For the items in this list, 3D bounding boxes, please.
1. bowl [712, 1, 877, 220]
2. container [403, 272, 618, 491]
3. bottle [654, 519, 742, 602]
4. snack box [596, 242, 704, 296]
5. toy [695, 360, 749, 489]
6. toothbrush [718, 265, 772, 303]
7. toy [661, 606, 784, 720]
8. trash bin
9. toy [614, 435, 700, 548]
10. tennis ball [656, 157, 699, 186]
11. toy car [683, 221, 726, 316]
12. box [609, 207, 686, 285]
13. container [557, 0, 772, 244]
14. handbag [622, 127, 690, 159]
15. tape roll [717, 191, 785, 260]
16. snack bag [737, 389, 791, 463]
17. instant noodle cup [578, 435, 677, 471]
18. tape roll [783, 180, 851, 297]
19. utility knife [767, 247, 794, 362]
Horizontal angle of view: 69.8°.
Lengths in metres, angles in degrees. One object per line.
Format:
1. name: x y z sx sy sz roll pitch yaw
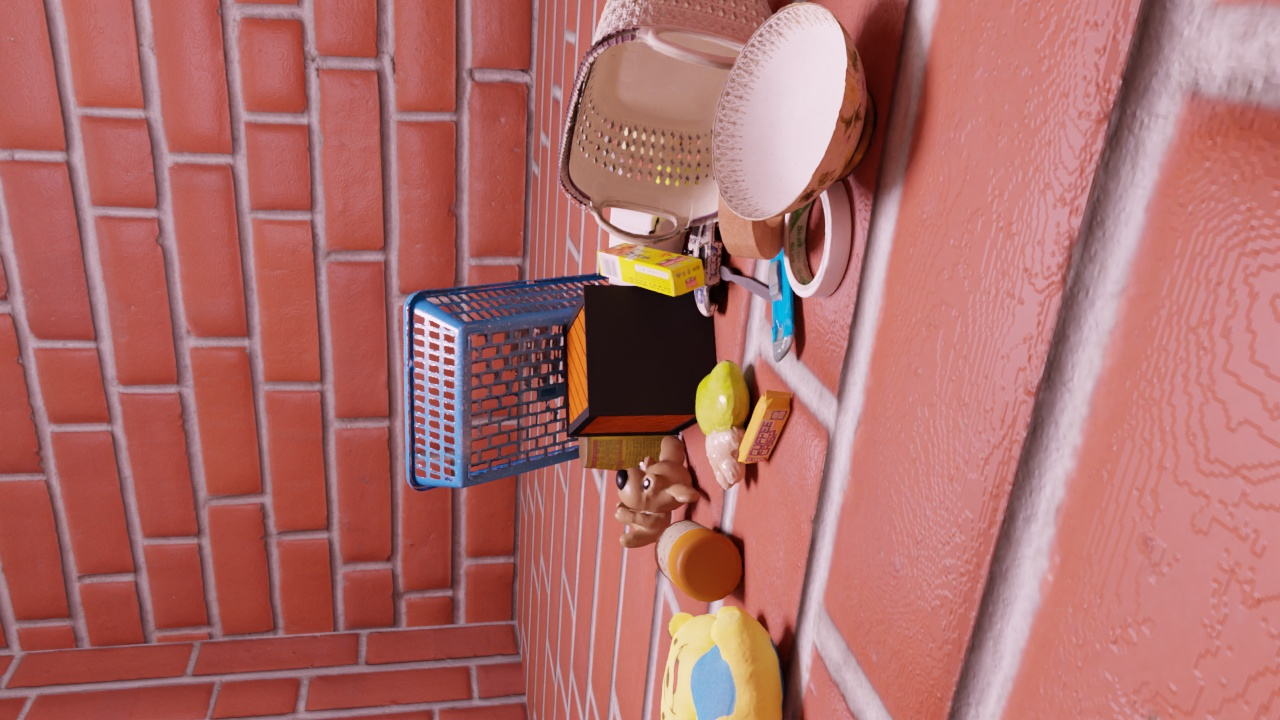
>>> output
1. bowl: 0.115 -0.164 0.634 0.145 0.063 0.145 -19 68 57
2. container: -0.123 0.027 1.193 0.089 0.361 0.257 20 113 45
3. bottle: 0.051 0.203 0.962 0.157 0.067 0.068 172 97 -77
4. snack box: 0.008 -0.098 0.969 0.148 0.040 0.029 23 128 54
5. toy: 0.082 0.064 0.882 0.092 0.043 0.117 130 136 -68
6. toothbrush: 0.104 -0.068 0.845 0.167 0.013 0.013 -131 42 -69
7. toy: 0.071 0.302 0.839 0.214 0.084 0.148 123 163 -69
8. trash bin: -0.006 0.006 1.048 0.172 0.139 0.139 135 133 -73
9. toy: 0.017 0.163 1.073 0.134 0.105 0.108 -106 30 -62
10. tennis ball: 0.042 -0.187 1.000 0.065 0.065 0.065 179 91 -78
11. toy car: 0.066 -0.102 0.950 0.048 0.040 0.113 -136 46 -74
12. box: 0.024 -0.140 1.068 0.102 0.095 0.107 -48 -34 -50
13. container: 0.028 -0.232 0.830 0.252 0.184 0.143 116 163 -61
14. handbag: 0.025 -0.307 1.057 0.119 0.081 0.111 118 157 -68
15. tape roll: 0.094 -0.127 0.728 0.093 0.027 0.094 -26 -60 -57
16. snack bag: 0.108 0.060 0.801 0.099 0.026 0.020 105 161 -47
17. instant noodle cup: -0.019 0.102 1.174 0.100 0.112 0.100 178 91 -78
18. tape roll: 0.133 -0.095 0.700 0.094 0.018 0.094 179 91 -78
19. utility knife: 0.116 -0.085 0.772 0.031 0.015 0.174 -27 59 57
